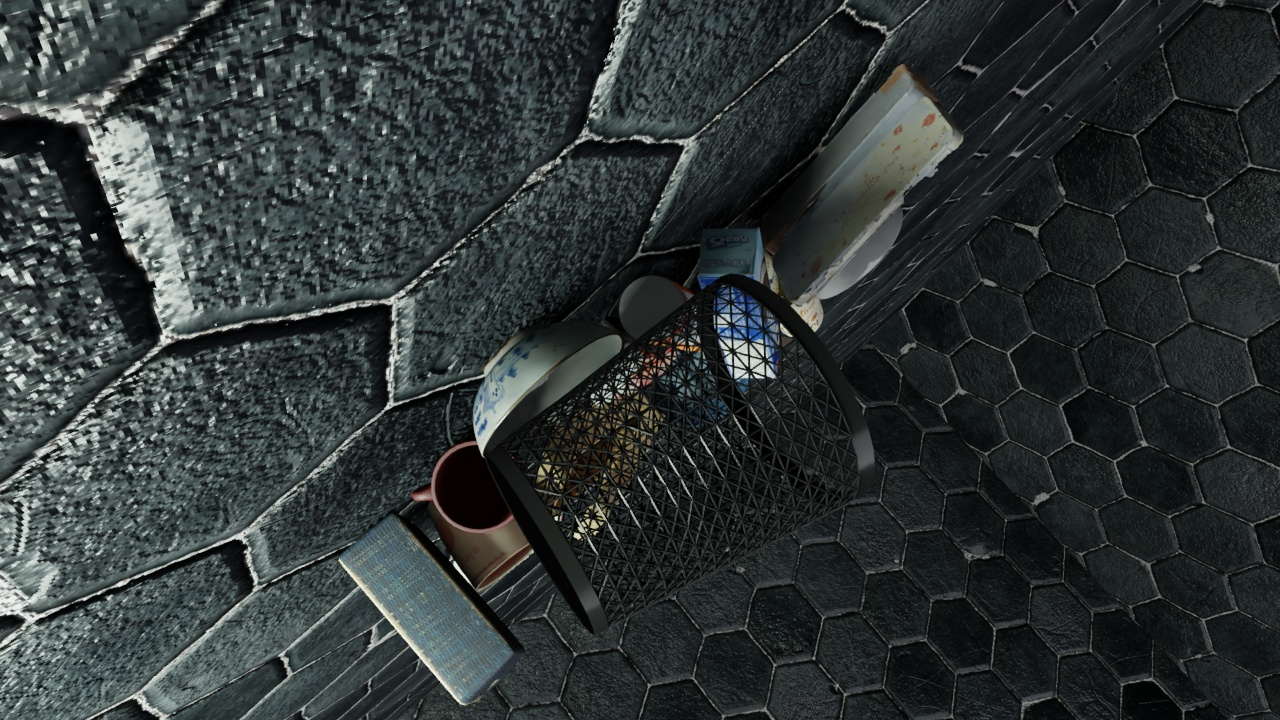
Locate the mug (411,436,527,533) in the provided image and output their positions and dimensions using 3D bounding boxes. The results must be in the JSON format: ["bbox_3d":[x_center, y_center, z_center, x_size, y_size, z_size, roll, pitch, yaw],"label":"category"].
[{"bbox_3d":[-0.161,0.113,0.877,0.114,0.087,0.088,-14,-173,1],"label":"mug"}]

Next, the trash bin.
[{"bbox_3d":[0.021,0.083,0.744,0.243,0.217,0.217,-31,166,-15],"label":"trash bin"}]

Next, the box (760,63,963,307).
[{"bbox_3d":[0.203,-0.163,0.870,0.217,0.058,0.153,-47,-156,31],"label":"box"}]

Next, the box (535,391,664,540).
[{"bbox_3d":[-0.047,0.144,1.214,0.140,0.123,0.249,-31,166,-25],"label":"box"}]

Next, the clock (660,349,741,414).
[{"bbox_3d":[0.079,0.009,1.187,0.124,0.089,0.052,-38,172,-2],"label":"clock"}]

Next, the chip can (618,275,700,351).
[{"bbox_3d":[0.039,-0.044,0.931,0.062,0.062,0.210,-43,168,11],"label":"chip can"}]

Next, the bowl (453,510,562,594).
[{"bbox_3d":[-0.190,0.233,1.195,0.177,0.071,0.177,-38,167,-11],"label":"bowl"}]

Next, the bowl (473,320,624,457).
[{"bbox_3d":[-0.086,0.011,0.756,0.150,0.057,0.151,-38,168,-10],"label":"bowl"}]

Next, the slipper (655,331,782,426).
[{"bbox_3d":[0.112,0.004,1.247,0.214,0.104,0.059,-47,170,11],"label":"slipper"}]

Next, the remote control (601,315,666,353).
[{"bbox_3d":[-0.005,-0.026,0.922,0.010,0.039,0.124,-53,161,8],"label":"remote control"}]

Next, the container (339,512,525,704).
[{"bbox_3d":[-0.204,0.250,0.929,0.071,0.187,0.145,-42,169,-14],"label":"container"}]

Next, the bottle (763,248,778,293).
[{"bbox_3d":[0.122,-0.095,1.020,0.056,0.056,0.162,-42,168,4],"label":"bottle"}]

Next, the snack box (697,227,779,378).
[{"bbox_3d":[0.105,-0.052,0.938,0.226,0.059,0.059,63,30,-60],"label":"snack box"}]

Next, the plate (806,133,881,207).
[{"bbox_3d":[0.239,-0.222,1.016,0.172,0.019,0.173,-39,168,-10],"label":"plate"}]

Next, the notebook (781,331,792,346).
[{"bbox_3d":[0.129,0.000,1.381,0.215,0.034,0.190,-35,165,5],"label":"notebook"}]

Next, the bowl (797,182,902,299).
[{"bbox_3d":[0.206,-0.136,0.970,0.132,0.064,0.131,-46,-162,19],"label":"bowl"}]

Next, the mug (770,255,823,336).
[{"bbox_3d":[0.190,-0.093,1.163,0.081,0.121,0.097,-5,153,28],"label":"mug"}]

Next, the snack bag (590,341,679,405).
[{"bbox_3d":[-0.006,0.006,1.034,0.077,0.036,0.115,-49,165,30],"label":"snack bag"}]

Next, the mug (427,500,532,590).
[{"bbox_3d":[-0.177,0.185,0.980,0.085,0.104,0.112,-29,164,-44],"label":"mug"}]
